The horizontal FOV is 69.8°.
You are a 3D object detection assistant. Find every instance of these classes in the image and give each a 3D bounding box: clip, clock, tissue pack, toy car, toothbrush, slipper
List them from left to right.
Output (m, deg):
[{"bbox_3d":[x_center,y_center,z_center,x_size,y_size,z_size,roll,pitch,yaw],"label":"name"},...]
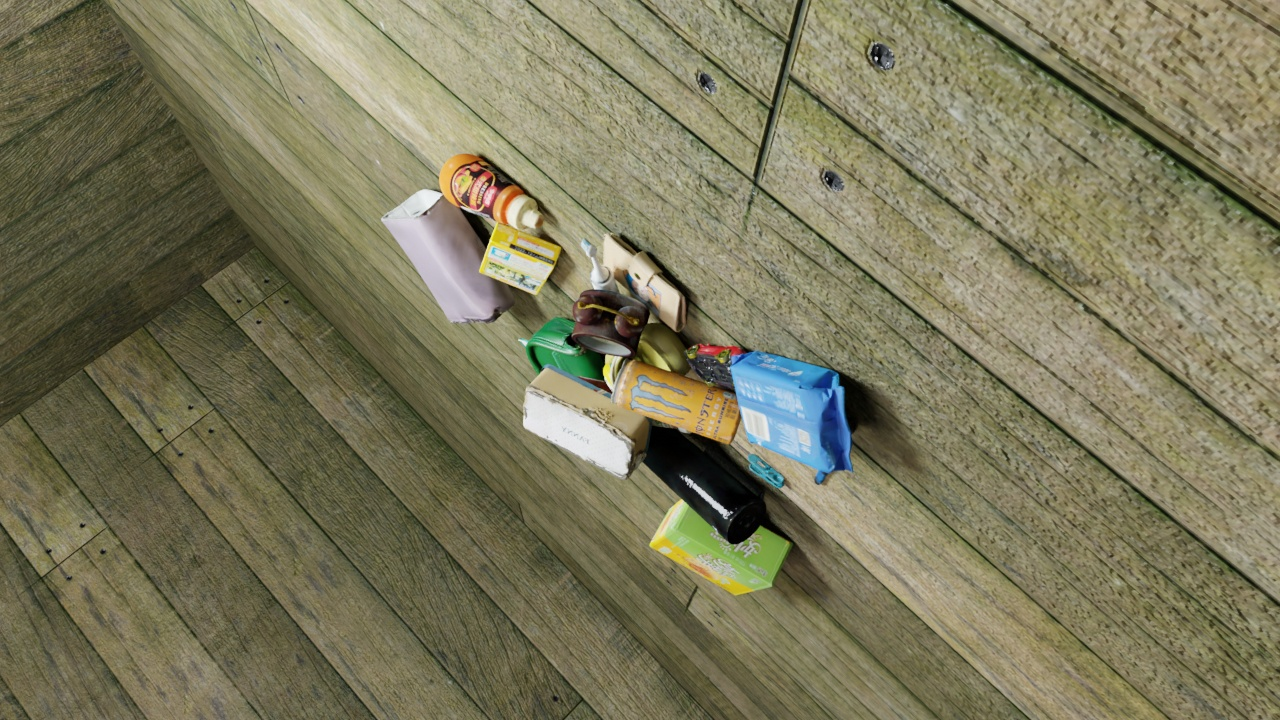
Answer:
[{"bbox_3d":[-0.040,-0.084,1.034,0.026,0.026,0.221,46,173,18],"label":"toothbrush"},{"bbox_3d":[-0.034,-0.044,1.014,0.082,0.055,0.122,16,167,2],"label":"clock"},{"bbox_3d":[-0.007,0.007,1.125,0.091,0.081,0.191,53,158,-6],"label":"slipper"},{"bbox_3d":[0.086,0.004,0.990,0.049,0.031,0.106,56,157,-20],"label":"toy car"},{"bbox_3d":[0.155,0.138,1.130,0.056,0.013,0.039,37,159,33],"label":"clip"},{"bbox_3d":[0.148,0.046,0.884,0.157,0.052,0.095,20,130,56],"label":"tissue pack"},{"bbox_3d":[0.199,0.100,0.960,0.014,0.016,0.190,50,163,20],"label":"toothbrush"}]

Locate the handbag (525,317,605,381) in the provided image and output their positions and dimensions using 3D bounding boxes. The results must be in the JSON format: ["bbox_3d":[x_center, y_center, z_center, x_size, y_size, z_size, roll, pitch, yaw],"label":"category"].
[{"bbox_3d":[-0.095,0.005,1.321,0.120,0.067,0.131,12,140,46],"label":"handbag"}]

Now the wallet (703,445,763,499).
[{"bbox_3d":[0.126,0.173,1.255,0.097,0.019,0.121,42,161,24],"label":"wallet"}]

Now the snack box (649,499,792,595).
[{"bbox_3d":[0.110,0.266,1.325,0.157,0.070,0.210,30,161,1],"label":"snack box"}]

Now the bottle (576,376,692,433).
[{"bbox_3d":[-0.020,0.063,1.226,0.206,0.059,0.060,10,142,31],"label":"bottle"}]

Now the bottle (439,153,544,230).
[{"bbox_3d":[-0.178,-0.201,1.128,0.149,0.066,0.067,31,156,23],"label":"bottle"}]

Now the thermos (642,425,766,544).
[{"bbox_3d":[0.067,0.144,1.222,0.090,0.068,0.242,18,-163,-48],"label":"thermos"}]

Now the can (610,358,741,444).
[{"bbox_3d":[0.044,0.046,1.042,0.146,0.058,0.058,18,155,7],"label":"can"}]

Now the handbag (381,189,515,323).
[{"bbox_3d":[-0.279,-0.155,1.369,0.145,0.098,0.197,20,145,57],"label":"handbag"}]

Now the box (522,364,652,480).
[{"bbox_3d":[-0.076,0.077,1.193,0.184,0.059,0.090,28,137,17],"label":"box"}]

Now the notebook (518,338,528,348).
[{"bbox_3d":[-0.105,0.050,1.490,0.150,0.012,0.209,19,150,56],"label":"notebook"}]

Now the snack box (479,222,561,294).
[{"bbox_3d":[-0.160,-0.131,1.205,0.087,0.033,0.141,21,162,-10],"label":"snack box"}]

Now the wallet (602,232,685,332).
[{"bbox_3d":[0.005,-0.088,1.005,0.115,0.024,0.087,43,165,18],"label":"wallet"}]
